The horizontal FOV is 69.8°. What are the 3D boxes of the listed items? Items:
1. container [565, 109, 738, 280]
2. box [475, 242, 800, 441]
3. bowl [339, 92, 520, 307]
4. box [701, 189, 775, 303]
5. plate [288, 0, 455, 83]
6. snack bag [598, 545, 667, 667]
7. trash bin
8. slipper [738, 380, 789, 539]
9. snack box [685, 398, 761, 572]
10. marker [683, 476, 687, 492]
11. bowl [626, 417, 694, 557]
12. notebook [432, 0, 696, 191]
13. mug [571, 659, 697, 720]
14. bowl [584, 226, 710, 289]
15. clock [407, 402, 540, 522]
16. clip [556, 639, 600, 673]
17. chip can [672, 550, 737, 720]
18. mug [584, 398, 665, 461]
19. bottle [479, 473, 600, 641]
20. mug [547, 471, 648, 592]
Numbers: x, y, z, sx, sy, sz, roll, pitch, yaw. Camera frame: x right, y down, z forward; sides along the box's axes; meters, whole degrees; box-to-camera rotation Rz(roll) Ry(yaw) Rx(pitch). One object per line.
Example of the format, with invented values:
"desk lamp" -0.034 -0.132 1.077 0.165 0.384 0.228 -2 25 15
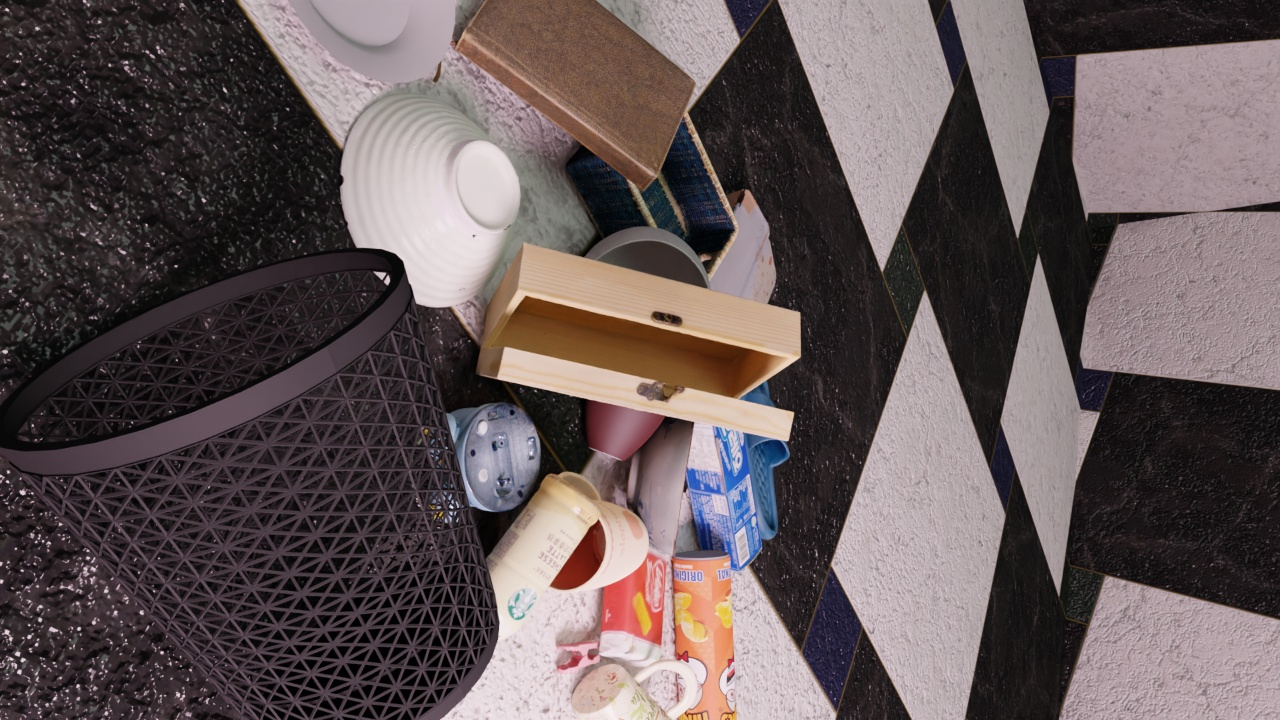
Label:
"container" 0.017 -0.169 0.967 0.187 0.071 0.144 60 43 -29
"box" -0.006 0.008 0.778 0.248 0.141 0.122 14 61 -19
"bowl" -0.147 -0.134 0.741 0.177 0.071 0.177 8 80 -53
"box" 0.115 -0.090 1.120 0.154 0.058 0.215 59 39 -31
"plate" -0.215 -0.301 0.711 0.172 0.019 0.172 9 79 -53
"snack bag" -0.006 0.239 0.905 0.077 0.036 0.115 40 48 -51
"trash bin" -0.199 0.090 0.543 0.216 0.217 0.243 -47 129 -46
"slipper" 0.152 0.110 1.114 0.103 0.059 0.213 35 49 -60
"snack box" 0.085 0.123 1.018 0.059 0.060 0.226 -33 119 -45
"marker" 0.063 0.095 1.049 0.018 0.015 0.122 51 51 -46
"bowl" 0.017 0.120 0.923 0.150 0.057 0.150 15 83 -88
"notebook" -0.061 -0.255 0.836 0.215 0.035 0.189 35 54 -17
"mug" 0.001 0.331 0.867 0.122 0.081 0.097 -33 110 -8
"bowl" 0.000 -0.070 0.898 0.064 0.132 0.132 -98 162 -60
"clock" -0.137 0.081 0.746 0.124 0.052 0.089 -13 98 -53
"clip" -0.057 0.281 0.858 0.058 0.022 0.038 6 77 -55
"chip can" 0.070 0.315 0.990 0.062 0.062 0.210 3 84 -53
"mug" -0.016 0.053 0.905 0.114 0.087 0.088 51 59 -75
"bottle" -0.100 0.172 0.748 0.162 0.056 0.056 -54 131 -14
"mug" -0.048 0.155 0.845 0.104 0.085 0.111 19 41 -61
